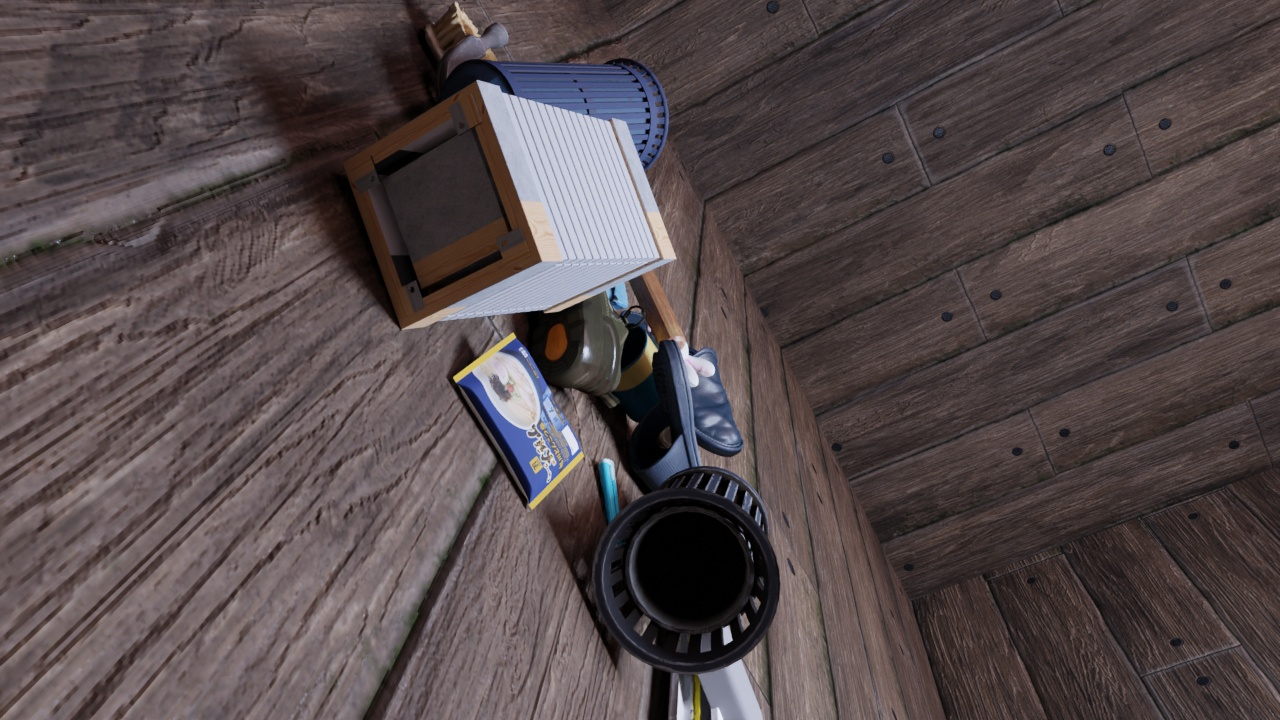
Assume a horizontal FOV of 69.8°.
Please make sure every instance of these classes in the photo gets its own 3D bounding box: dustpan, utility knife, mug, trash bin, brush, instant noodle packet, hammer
[{"bbox_3d":[0.090,0.349,0.949,0.257,0.033,0.163,-20,89,-86],"label":"dustpan"},{"bbox_3d":[-0.030,0.155,0.966,0.022,0.016,0.116,39,31,-47],"label":"utility knife"},{"bbox_3d":[-0.007,0.007,1.154,0.107,0.083,0.113,53,19,-40],"label":"mug"},{"bbox_3d":[-0.098,-0.267,1.025,0.248,0.140,0.139,-20,84,-48],"label":"trash bin"},{"bbox_3d":[-0.174,-0.310,1.146,0.271,0.057,0.083,57,15,-31],"label":"brush"},{"bbox_3d":[-0.105,0.052,0.811,0.086,0.026,0.134,-44,110,-49],"label":"instant noodle packet"},{"bbox_3d":[-0.102,-0.128,0.806,0.246,0.143,0.142,-14,83,-64],"label":"trash bin"},{"bbox_3d":[-0.145,-0.226,1.106,0.119,0.031,0.331,-45,126,-33],"label":"hammer"},{"bbox_3d":[0.056,0.189,0.916,0.164,0.164,0.227,65,9,2],"label":"trash bin"},{"bbox_3d":[-0.012,-0.137,1.190,0.300,0.037,0.158,66,7,26],"label":"hammer"}]

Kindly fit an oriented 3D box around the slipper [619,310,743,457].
[{"bbox_3d":[0.064,0.012,1.264,0.108,0.084,0.265,2,47,-52],"label":"slipper"}]

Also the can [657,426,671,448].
[{"bbox_3d":[0.050,0.070,1.313,0.054,0.054,0.135,58,16,-25],"label":"can"}]

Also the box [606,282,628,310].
[{"bbox_3d":[-0.065,-0.156,1.214,0.231,0.033,0.174,-1,77,-82],"label":"box"}]

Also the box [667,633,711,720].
[{"bbox_3d":[0.055,0.351,0.909,0.209,0.034,0.129,-77,147,-67],"label":"box"}]

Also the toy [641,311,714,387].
[{"bbox_3d":[0.041,-0.018,1.201,0.125,0.037,0.075,48,26,10],"label":"toy"}]

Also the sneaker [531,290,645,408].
[{"bbox_3d":[-0.053,-0.051,1.036,0.143,0.101,0.237,39,33,-44],"label":"sneaker"}]

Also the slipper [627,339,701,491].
[{"bbox_3d":[0.023,0.094,1.103,0.101,0.082,0.264,-108,-171,-56],"label":"slipper"}]
